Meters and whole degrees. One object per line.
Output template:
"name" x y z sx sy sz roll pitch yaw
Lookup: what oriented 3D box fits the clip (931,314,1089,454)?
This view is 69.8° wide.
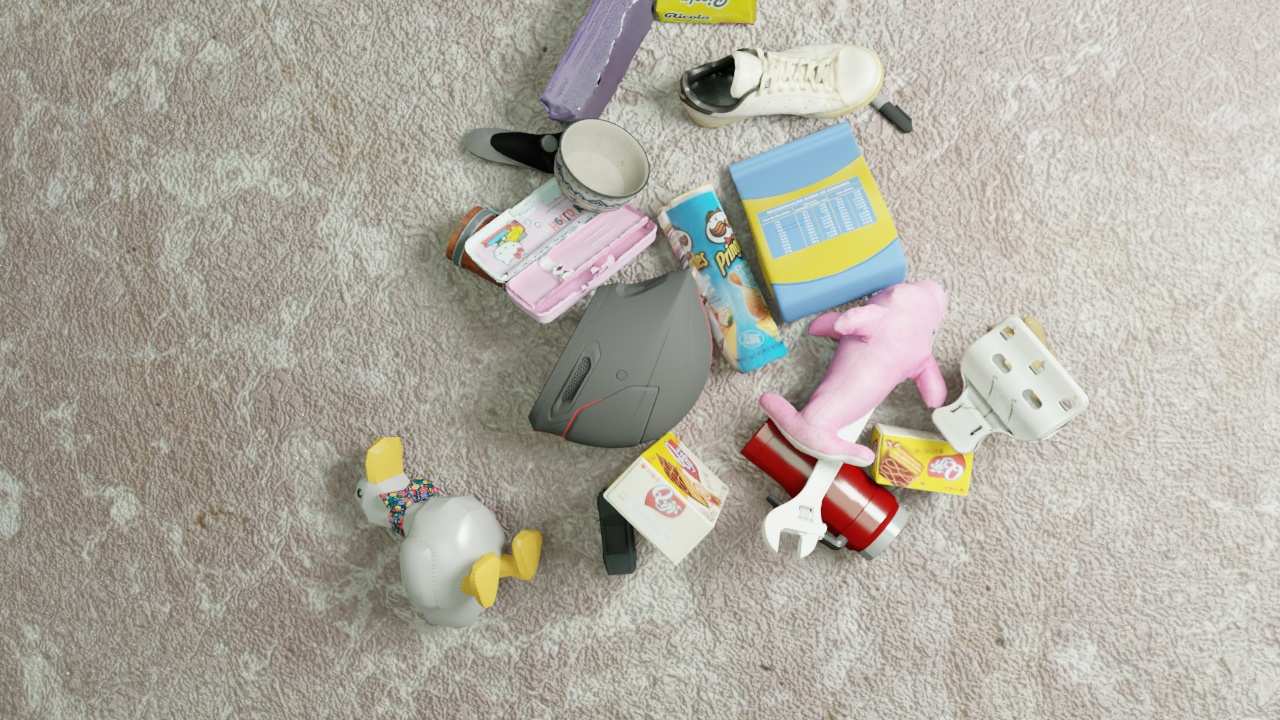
"clip" 0.395 0.041 1.000 0.152 0.091 0.125 -51 59 36

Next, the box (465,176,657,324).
"box" -0.095 -0.145 1.126 0.154 0.045 0.200 40 65 22

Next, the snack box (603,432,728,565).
"snack box" 0.036 0.152 1.063 0.110 0.230 0.062 43 98 6

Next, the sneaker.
"sneaker" 0.154 -0.330 1.064 0.242 0.102 0.089 -3 83 24

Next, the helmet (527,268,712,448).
"helmet" -0.007 0.006 1.097 0.170 0.164 0.265 28 108 -4

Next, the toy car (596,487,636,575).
"toy car" -0.030 0.219 1.176 0.046 0.034 0.112 -6 91 10

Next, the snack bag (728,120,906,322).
"snack bag" 0.208 -0.169 1.093 0.159 0.102 0.205 -19 76 10

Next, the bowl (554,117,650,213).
"bowl" -0.053 -0.228 1.110 0.115 0.059 0.115 11 60 -20

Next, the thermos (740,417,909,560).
"thermos" 0.213 0.155 1.101 0.198 0.084 0.107 40 63 8

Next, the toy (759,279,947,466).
"toy" 0.257 -0.009 1.051 0.187 0.128 0.265 34 77 32

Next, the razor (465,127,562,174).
"razor" -0.152 -0.270 1.167 0.156 0.060 0.057 11 81 28

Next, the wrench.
"wrench" 0.222 0.113 1.065 0.066 0.018 0.272 32 65 7

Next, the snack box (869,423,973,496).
"snack box" 0.330 0.116 1.086 0.106 0.083 0.061 8 95 8

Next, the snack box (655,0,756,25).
"snack box" 0.088 -0.506 1.120 0.121 0.045 0.181 6 91 11

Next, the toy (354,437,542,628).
"toy" -0.261 0.232 1.170 0.268 0.140 0.247 13 113 33

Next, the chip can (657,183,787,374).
"chip can" 0.099 -0.096 1.121 0.080 0.079 0.229 -25 88 9

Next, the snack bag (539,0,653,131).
"snack bag" -0.046 -0.375 1.121 0.058 0.096 0.205 32 98 7

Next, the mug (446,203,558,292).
"mug" -0.168 -0.148 1.167 0.111 0.081 0.117 32 79 3

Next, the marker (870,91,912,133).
"marker" 0.280 -0.326 1.111 0.022 0.016 0.138 -41 84 -22

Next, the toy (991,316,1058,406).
"toy" 0.435 0.010 1.064 0.105 0.134 0.108 36 71 -16
